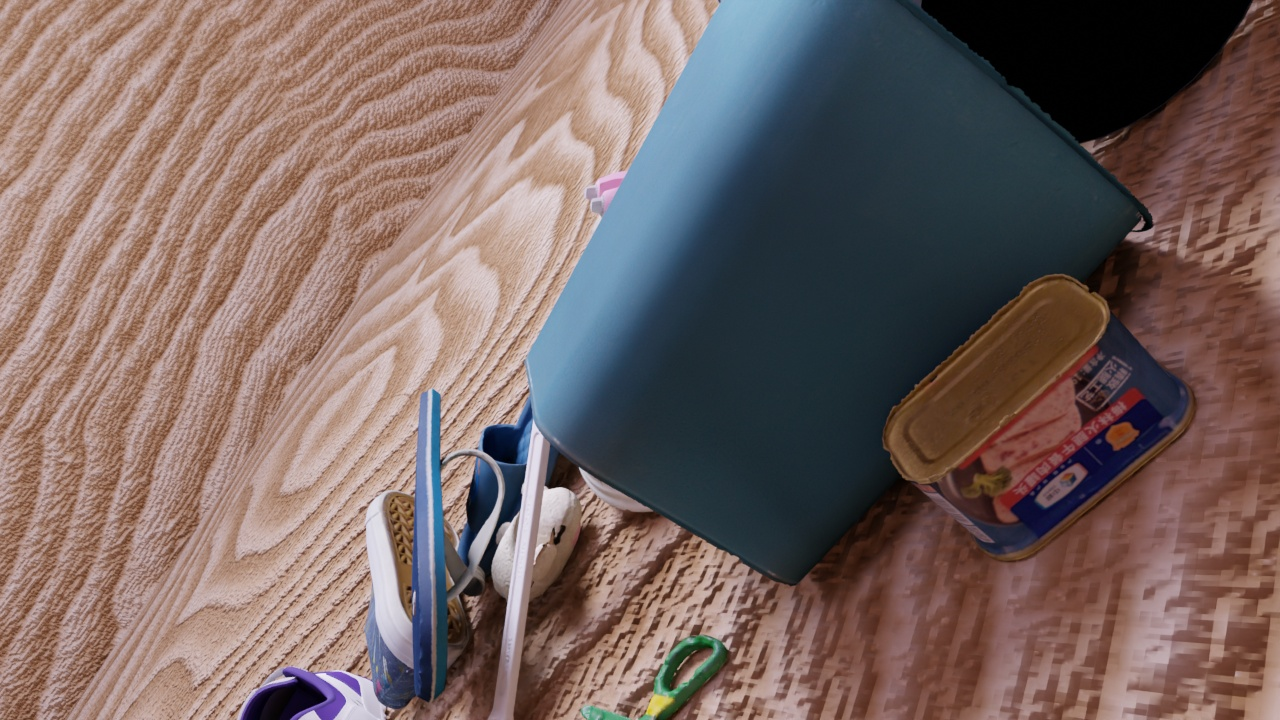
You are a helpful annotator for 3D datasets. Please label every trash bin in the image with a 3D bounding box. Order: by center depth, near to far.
[{"bbox_3d":[0.067,-0.037,0.444,0.219,0.196,0.199,-55,16,8],"label":"trash bin"},{"bbox_3d":[0.187,-0.240,0.503,0.217,0.217,0.242,-43,30,21],"label":"trash bin"}]

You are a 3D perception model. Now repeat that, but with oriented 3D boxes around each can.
[{"bbox_3d":[0.149,0.023,0.354,0.100,0.059,0.054,-47,23,15],"label":"can"}]

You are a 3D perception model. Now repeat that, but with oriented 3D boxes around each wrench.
[{"bbox_3d":[-0.070,0.109,0.569,0.047,0.009,0.273,-7,73,57],"label":"wrench"}]

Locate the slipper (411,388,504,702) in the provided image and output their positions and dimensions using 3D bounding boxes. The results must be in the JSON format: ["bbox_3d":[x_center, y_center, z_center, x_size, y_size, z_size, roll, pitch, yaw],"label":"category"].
[{"bbox_3d":[-0.134,0.121,0.656,0.294,0.060,0.118,-112,31,-58],"label":"slipper"}]

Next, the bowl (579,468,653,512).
[{"bbox_3d":[-0.004,0.003,0.596,0.178,0.071,0.177,-26,49,34],"label":"bowl"}]

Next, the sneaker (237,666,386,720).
[{"bbox_3d":[-0.250,0.273,0.682,0.245,0.111,0.091,-10,47,59],"label":"sneaker"}]

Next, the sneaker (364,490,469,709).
[{"bbox_3d":[-0.199,0.188,0.755,0.079,0.087,0.235,-55,25,8],"label":"sneaker"}]

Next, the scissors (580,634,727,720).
[{"bbox_3d":[0.002,0.191,0.450,0.125,0.011,0.127,-48,23,8],"label":"scissors"}]

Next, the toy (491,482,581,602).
[{"bbox_3d":[-0.072,0.128,0.637,0.087,0.050,0.112,-58,28,0],"label":"toy"}]

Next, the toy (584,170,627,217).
[{"bbox_3d":[0.036,-0.099,0.698,0.067,0.157,0.123,-112,23,-65],"label":"toy"}]

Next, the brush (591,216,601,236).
[{"bbox_3d":[0.050,-0.159,0.757,0.273,0.077,0.061,-28,1,43],"label":"brush"}]

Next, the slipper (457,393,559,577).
[{"bbox_3d":[-0.103,0.072,0.736,0.214,0.059,0.104,-65,19,5],"label":"slipper"}]
